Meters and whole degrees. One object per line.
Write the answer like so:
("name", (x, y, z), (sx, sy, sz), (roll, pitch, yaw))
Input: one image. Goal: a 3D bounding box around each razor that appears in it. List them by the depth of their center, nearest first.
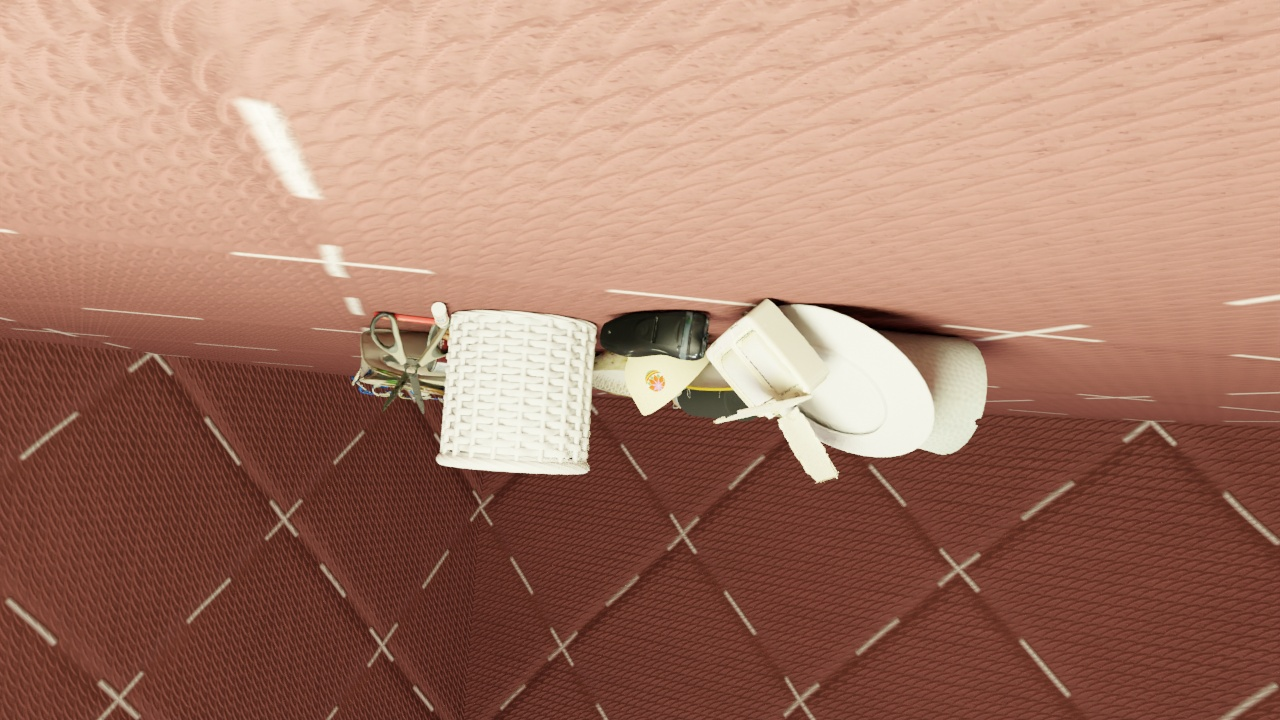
("razor", (0.017, -0.026, 1.001), (0.141, 0.053, 0.063), (2, 168, 42))

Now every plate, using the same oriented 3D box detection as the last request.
("plate", (0.190, 0.028, 0.918), (0.209, 0.015, 0.209), (28, 149, 19))
("plate", (0.161, 0.002, 1.161), (0.230, 0.021, 0.229), (-9, -172, 1))

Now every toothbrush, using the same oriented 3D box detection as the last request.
("toothbrush", (-0.249, -0.044, 1.229), (0.212, 0.018, 0.012), (6, 175, -25))

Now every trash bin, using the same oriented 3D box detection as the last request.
("trash bin", (0.273, 0.026, 1.015), (0.161, 0.133, 0.133), (10, 174, -14))

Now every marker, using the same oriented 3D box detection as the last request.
("marker", (-0.241, -0.053, 1.109), (0.017, 0.017, 0.145), (5, 175, -10))

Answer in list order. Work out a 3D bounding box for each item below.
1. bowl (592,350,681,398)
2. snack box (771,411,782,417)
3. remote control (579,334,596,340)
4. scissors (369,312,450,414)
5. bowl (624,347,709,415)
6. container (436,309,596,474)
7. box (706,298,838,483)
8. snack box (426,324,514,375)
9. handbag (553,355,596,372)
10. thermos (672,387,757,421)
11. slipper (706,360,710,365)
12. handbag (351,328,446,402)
("bowl", (-0.008, 0.007, 1.297), (0.145, 0.063, 0.145), (9, 164, 2))
("snack box", (0.174, 0.062, 1.389), (0.181, 0.045, 0.121), (1, 171, 38))
("remote control", (-0.083, -0.031, 1.303), (0.030, 0.009, 0.140), (4, 176, -7))
("scissors", (-0.301, -0.003, 1.212), (0.157, 0.171, 0.012), (52, -175, -33))
("bowl", (0.022, 0.002, 1.148), (0.074, 0.118, 0.118), (47, 167, -7))
("container", (-0.152, 0.042, 1.151), (0.189, 0.186, 0.189), (4, 176, 0))
("box", (0.123, 0.054, 0.887), (0.098, 0.184, 0.144), (-39, 175, -18))
("snack box", (-0.232, -0.012, 1.282), (0.121, 0.072, 0.072), (7, 175, -25))
("handbag", (-0.100, 0.008, 1.600), (0.124, 0.047, 0.186), (11, 176, 8))
("thermos", (0.097, 0.050, 1.288), (0.061, 0.061, 0.232), (5, 177, -19))
("slipper", (0.201, 0.018, 1.415), (0.262, 0.052, 0.115), (6, 176, -27))
("handbag", (-0.319, 0.024, 1.344), (0.200, 0.093, 0.199), (7, -167, -14))
